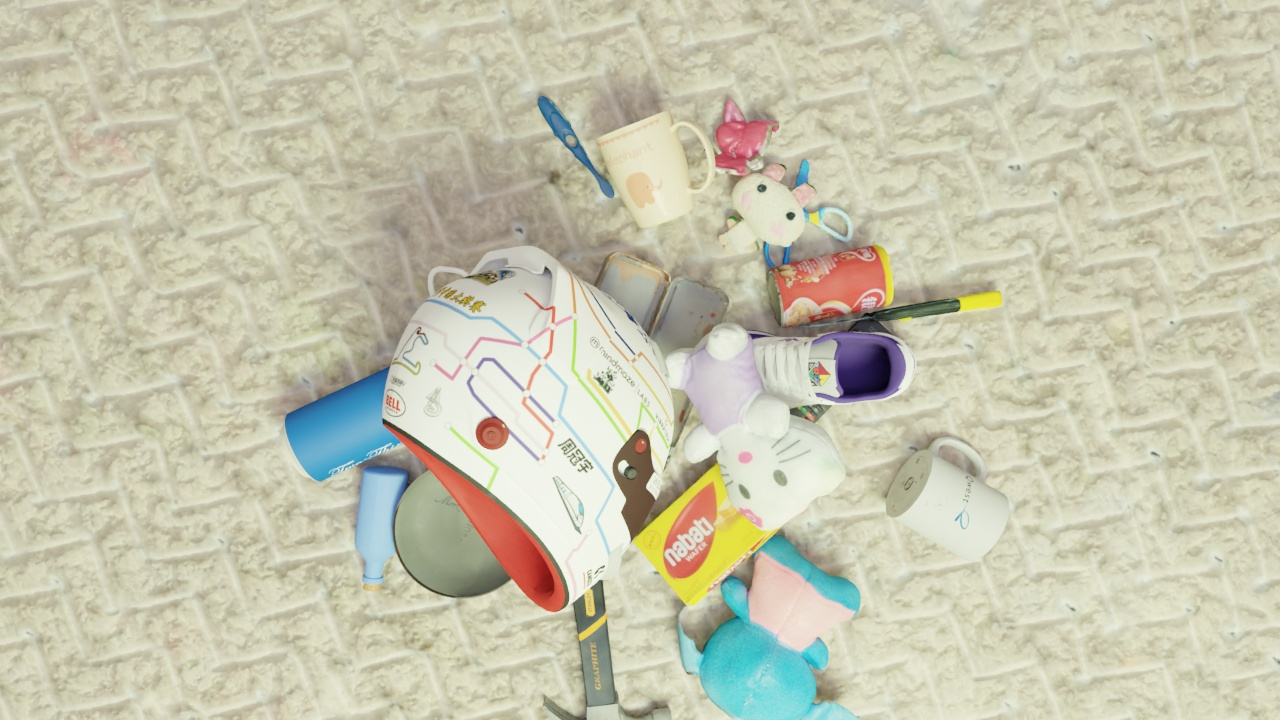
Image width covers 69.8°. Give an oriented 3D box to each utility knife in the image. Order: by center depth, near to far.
[{"bbox_3d":[0.281,-0.051,0.986,0.233,0.029,0.020,-8,91,-11],"label":"utility knife"}]

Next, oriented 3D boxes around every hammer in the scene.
[{"bbox_3d":[-0.048,0.272,1.005,0.139,0.035,0.312,-6,94,-1],"label":"hammer"}]

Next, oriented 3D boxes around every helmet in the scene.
[{"bbox_3d":[-0.083,0.052,0.844,0.235,0.231,0.314,-44,124,-22],"label":"helmet"}]

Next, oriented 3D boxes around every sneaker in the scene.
[{"bbox_3d":[0.164,0.011,0.946,0.244,0.111,0.092,-2,90,8],"label":"sneaker"}]

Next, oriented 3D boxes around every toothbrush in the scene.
[{"bbox_3d":[-0.068,-0.227,0.979,0.021,0.016,0.132,-36,92,-1],"label":"toothbrush"}]

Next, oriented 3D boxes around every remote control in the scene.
[{"bbox_3d":[0.215,0.012,1.006,0.045,0.021,0.140,44,95,6],"label":"remote control"}]

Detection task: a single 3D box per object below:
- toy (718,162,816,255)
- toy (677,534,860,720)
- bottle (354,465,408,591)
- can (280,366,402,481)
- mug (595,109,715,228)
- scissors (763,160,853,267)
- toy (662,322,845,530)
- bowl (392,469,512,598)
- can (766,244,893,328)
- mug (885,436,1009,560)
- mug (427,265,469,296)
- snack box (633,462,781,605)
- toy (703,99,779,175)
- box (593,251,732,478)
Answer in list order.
[{"bbox_3d":[0.133,-0.158,0.971,0.112,0.050,0.087,-44,90,-1],"label":"toy"},{"bbox_3d":[0.154,0.302,0.983,0.224,0.099,0.191,30,87,7],"label":"toy"},{"bbox_3d":[-0.279,0.181,0.978,0.048,0.048,0.131,8,93,-4],"label":"bottle"},{"bbox_3d":[-0.291,0.063,0.954,0.146,0.079,0.079,-25,95,-1],"label":"can"},{"bbox_3d":[0.023,-0.199,0.944,0.112,0.085,0.104,-13,106,27],"label":"mug"},{"bbox_3d":[0.175,-0.155,0.996,0.130,0.014,0.125,9,93,-3],"label":"scissors"},{"bbox_3d":[0.106,0.065,0.908,0.138,0.085,0.209,-30,96,36],"label":"toy"},{"bbox_3d":[-0.184,0.173,0.978,0.150,0.057,0.151,0,94,-3],"label":"bowl"},{"bbox_3d":[0.201,-0.079,0.976,0.124,0.066,0.066,-13,94,-2],"label":"can"},{"bbox_3d":[0.338,0.141,0.998,0.096,0.083,0.119,30,64,-5],"label":"mug"},{"bbox_3d":[-0.187,-0.038,0.943,0.076,0.090,0.124,-1,112,5],"label":"mug"},{"bbox_3d":[0.096,0.162,0.983,0.200,0.042,0.092,-42,68,0],"label":"snack box"},{"bbox_3d":[0.104,-0.223,0.972,0.065,0.050,0.102,20,58,8],"label":"toy"},{"bbox_3d":[-0.005,0.006,0.975,0.157,0.071,0.216,22,92,17],"label":"box"}]
